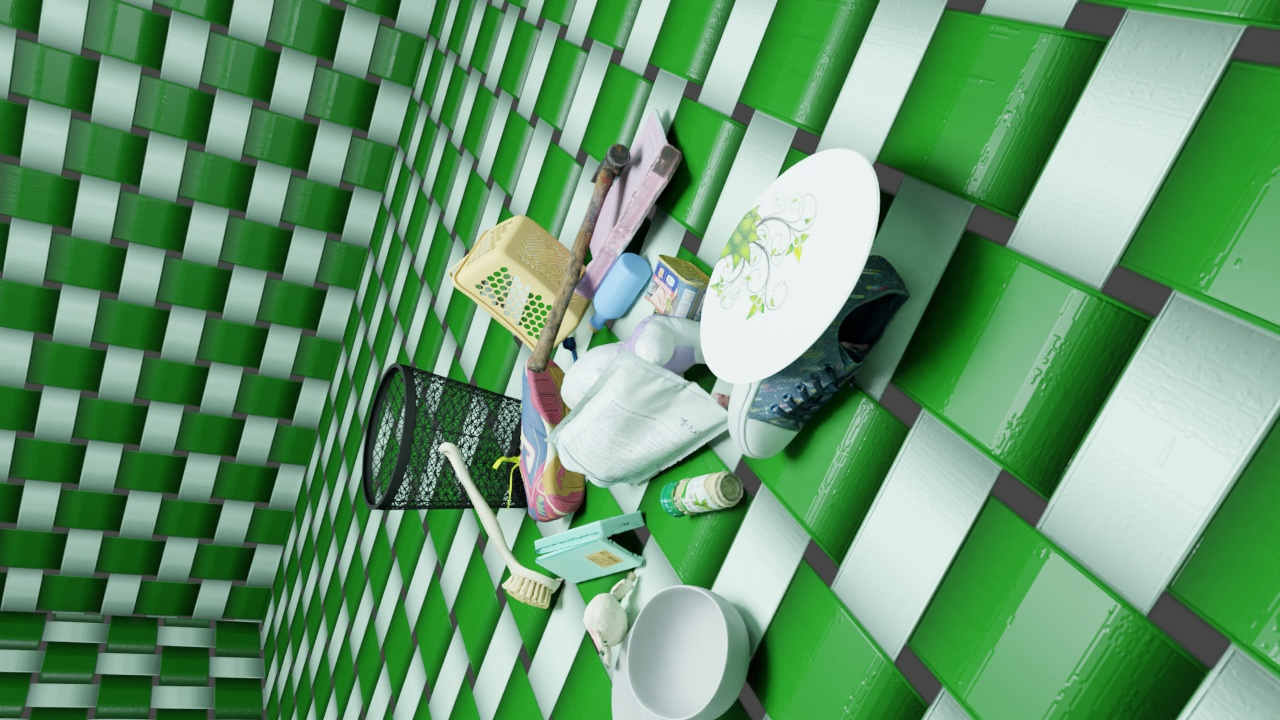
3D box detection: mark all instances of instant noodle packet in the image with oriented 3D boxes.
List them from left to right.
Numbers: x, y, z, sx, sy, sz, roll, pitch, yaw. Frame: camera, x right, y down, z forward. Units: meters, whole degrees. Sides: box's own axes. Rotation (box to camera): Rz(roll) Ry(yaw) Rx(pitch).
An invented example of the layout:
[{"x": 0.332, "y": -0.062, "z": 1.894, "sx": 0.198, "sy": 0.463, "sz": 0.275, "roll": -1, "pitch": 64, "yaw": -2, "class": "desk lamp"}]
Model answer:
[{"x": -0.009, "y": 0.074, "z": 1.045, "sx": 0.270, "sy": 0.147, "sz": 0.057, "roll": -45, "pitch": 20, "yaw": 54, "class": "instant noodle packet"}]

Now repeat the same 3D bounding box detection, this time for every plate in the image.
[{"x": 0.018, "y": 0.374, "z": 1.020, "sx": 0.173, "sy": 0.019, "sz": 0.172, "roll": -31, "pitch": 54, "yaw": 54, "class": "plate"}, {"x": 0.136, "y": -0.079, "z": 0.819, "sx": 0.230, "sy": 0.030, "sz": 0.228, "roll": -44, "pitch": 32, "yaw": 36, "class": "plate"}]

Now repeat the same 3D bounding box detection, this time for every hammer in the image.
[{"x": -0.091, "y": -0.135, "z": 1.268, "sx": 0.120, "sy": 0.033, "sz": 0.329, "roll": 148, "pitch": 142, "yaw": -71, "class": "hammer"}]

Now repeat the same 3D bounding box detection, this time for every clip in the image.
[{"x": 0.074, "y": 0.057, "z": 1.024, "sx": 0.058, "sy": 0.035, "sz": 0.022, "roll": -57, "pitch": 32, "yaw": 28, "class": "clip"}]

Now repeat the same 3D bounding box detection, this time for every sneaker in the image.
[{"x": -0.148, "y": 0.111, "z": 1.316, "sx": 0.091, "sy": 0.116, "sz": 0.241, "roll": -30, "pitch": 60, "yaw": 42, "class": "sneaker"}, {"x": 0.160, "y": 0.004, "z": 0.839, "sx": 0.236, "sy": 0.087, "sz": 0.079, "roll": -62, "pitch": 36, "yaw": 22, "class": "sneaker"}]

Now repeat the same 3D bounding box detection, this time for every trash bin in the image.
[{"x": -0.273, "y": 0.131, "z": 1.400, "sx": 0.218, "sy": 0.243, "sz": 0.216, "roll": -31, "pitch": 54, "yaw": 54, "class": "trash bin"}]

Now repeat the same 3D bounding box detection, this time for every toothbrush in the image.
[{"x": -0.091, "y": 0.031, "z": 1.347, "sx": 0.016, "sy": 0.017, "sz": 0.189, "roll": -57, "pitch": 35, "yaw": 35, "class": "toothbrush"}]

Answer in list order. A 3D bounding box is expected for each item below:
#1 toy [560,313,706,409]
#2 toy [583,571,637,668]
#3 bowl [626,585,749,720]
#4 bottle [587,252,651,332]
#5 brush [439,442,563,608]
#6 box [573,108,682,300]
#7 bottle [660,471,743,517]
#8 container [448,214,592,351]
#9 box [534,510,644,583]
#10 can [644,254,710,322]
[{"x": -0.006, "y": 0.006, "z": 1.078, "sx": 0.210, "sy": 0.137, "sz": 0.085, "roll": -31, "pitch": 68, "yaw": 52, "class": "toy"}, {"x": -0.037, "y": 0.307, "z": 1.095, "sx": 0.050, "sy": 0.087, "sz": 0.112, "roll": -1, "pitch": 59, "yaw": 18, "class": "toy"}, {"x": 0.055, "y": 0.297, "z": 0.922, "sx": 0.132, "sy": 0.064, "sz": 0.131, "roll": -23, "pitch": 54, "yaw": 36, "class": "bowl"}, {"x": -0.036, "y": -0.087, "z": 1.258, "sx": 0.131, "sy": 0.048, "sz": 0.048, "roll": -53, "pitch": 37, "yaw": 39, "class": "bottle"}, {"x": -0.201, "y": 0.230, "z": 1.273, "sx": 0.062, "sy": 0.077, "sz": 0.272, "roll": -28, "pitch": 96, "yaw": 44, "class": "brush"}, {"x": -0.017, "y": -0.212, "z": 1.276, "sx": 0.234, "sy": 0.055, "sz": 0.179, "roll": -53, "pitch": 22, "yaw": 40, "class": "box"}, {"x": 0.067, "y": 0.145, "z": 0.997, "sx": 0.110, "sy": 0.042, "sz": 0.042, "roll": -23, "pitch": 60, "yaw": 55, "class": "bottle"}, {"x": -0.178, "y": -0.105, "z": 1.360, "sx": 0.167, "sy": 0.183, "sz": 0.128, "roll": -29, "pitch": 28, "yaw": 44, "class": "container"}, {"x": -0.066, "y": 0.251, "z": 1.174, "sx": 0.189, "sy": 0.077, "sz": 0.079, "roll": -29, "pitch": 71, "yaw": 52, "class": "box"}, {"x": 0.047, "y": -0.081, "z": 1.101, "sx": 0.100, "sy": 0.054, "sz": 0.059, "roll": 50, "pitch": 124, "yaw": 56, "class": "can"}]
